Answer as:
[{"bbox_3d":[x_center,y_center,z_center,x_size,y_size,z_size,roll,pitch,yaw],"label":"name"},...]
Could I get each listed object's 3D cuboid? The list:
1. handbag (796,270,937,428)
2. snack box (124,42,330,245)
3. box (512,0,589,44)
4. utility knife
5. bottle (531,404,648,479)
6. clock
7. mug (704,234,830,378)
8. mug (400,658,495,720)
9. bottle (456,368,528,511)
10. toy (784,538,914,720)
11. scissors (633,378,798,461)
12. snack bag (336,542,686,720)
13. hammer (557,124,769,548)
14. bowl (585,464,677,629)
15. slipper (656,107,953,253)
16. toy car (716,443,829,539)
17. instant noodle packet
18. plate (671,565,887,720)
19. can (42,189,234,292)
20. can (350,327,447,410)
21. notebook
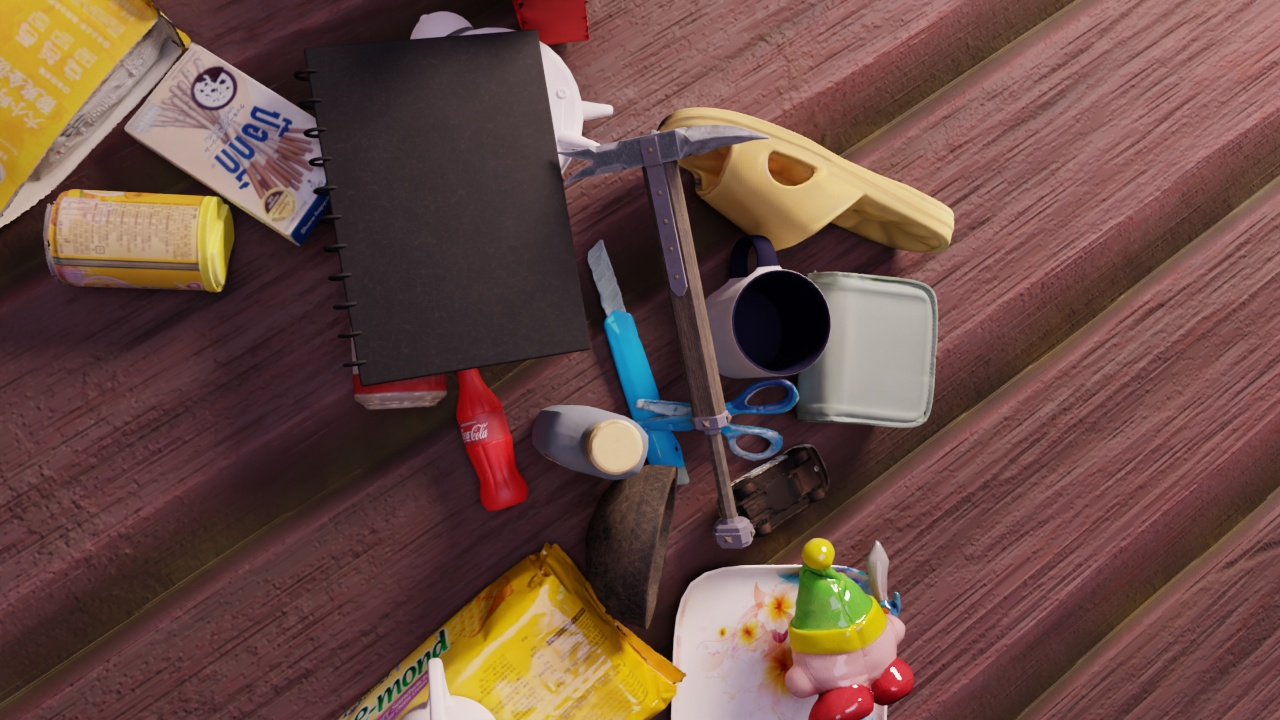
[{"bbox_3d":[0.180,-0.008,0.754,0.106,0.067,0.122,5,87,-21],"label":"handbag"},{"bbox_3d":[-0.281,-0.155,0.654,0.150,0.026,0.082,33,81,8],"label":"snack box"},{"bbox_3d":[-0.050,-0.358,0.592,0.123,0.316,0.211,-5,88,-24],"label":"box"},{"bbox_3d":[-0.004,0.004,0.738,0.031,0.015,0.209,-19,96,-14],"label":"utility knife"},{"bbox_3d":[-0.033,0.058,0.655,0.072,0.161,0.046,16,84,-12],"label":"bottle"},{"bbox_3d":[-0.109,-0.186,0.692,0.161,0.073,0.125,25,83,-11],"label":"clock"},{"bbox_3d":[0.091,-0.043,0.720,0.078,0.097,0.112,-6,89,-13],"label":"mug"},{"bbox_3d":[-0.128,0.254,0.593,0.081,0.088,0.114,-6,89,-12],"label":"mug"},{"bbox_3d":[-0.119,0.053,0.699,0.036,0.036,0.119,-17,92,-13],"label":"bottle"},{"bbox_3d":[0.163,0.206,0.717,0.124,0.097,0.131,-18,68,-16],"label":"toy"},{"bbox_3d":[0.059,0.037,0.726,0.141,0.014,0.090,13,123,-15],"label":"scissors"},{"bbox_3d":[-0.102,0.266,0.679,0.247,0.068,0.159,-41,96,-11],"label":"snack bag"},{"bbox_3d":[0.045,-0.008,0.663,0.147,0.028,0.317,-5,106,25],"label":"hammer"},{"bbox_3d":[-0.011,0.134,0.686,0.056,0.121,0.121,10,85,8],"label":"bowl"},{"bbox_3d":[0.128,-0.122,0.734,0.263,0.099,0.078,16,86,-16],"label":"slipper"},{"bbox_3d":[0.108,0.108,0.751,0.112,0.041,0.048,-24,93,-31],"label":"toy car"},{"bbox_3d":[-0.450,-0.200,0.620,0.163,0.084,0.221,40,86,-9],"label":"instant noodle packet"},{"bbox_3d":[0.114,0.261,0.755,0.187,0.016,0.187,3,87,-13],"label":"plate"},{"bbox_3d":[-0.344,-0.083,0.638,0.105,0.068,0.067,1,87,-12],"label":"can"},{"bbox_3d":[-0.180,-0.050,0.674,0.067,0.067,0.170,-3,88,-13],"label":"can"},{"bbox_3d":[-0.136,-0.108,0.640,0.169,0.019,0.231,-10,90,-13],"label":"notebook"}]
